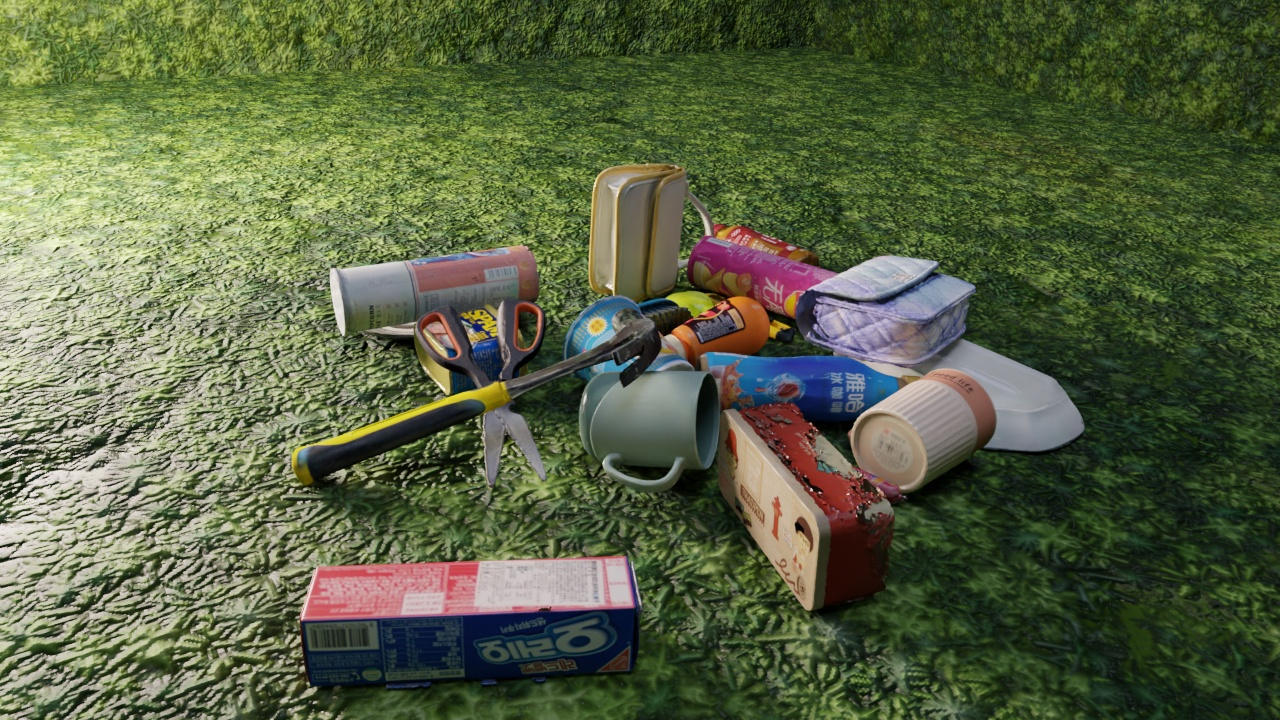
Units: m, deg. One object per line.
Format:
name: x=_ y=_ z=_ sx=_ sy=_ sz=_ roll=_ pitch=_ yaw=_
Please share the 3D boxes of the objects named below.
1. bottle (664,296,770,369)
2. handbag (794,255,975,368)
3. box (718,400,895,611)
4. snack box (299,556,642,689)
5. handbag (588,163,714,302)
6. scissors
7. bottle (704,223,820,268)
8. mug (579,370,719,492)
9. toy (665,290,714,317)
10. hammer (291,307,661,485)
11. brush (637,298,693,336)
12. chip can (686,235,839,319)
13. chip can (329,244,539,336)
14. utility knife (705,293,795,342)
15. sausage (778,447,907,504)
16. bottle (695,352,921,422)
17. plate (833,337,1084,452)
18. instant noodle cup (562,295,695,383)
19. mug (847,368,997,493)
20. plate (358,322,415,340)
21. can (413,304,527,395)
bottle: x=0.068 y=-0.020 z=0.983 sx=0.149 sy=0.067 sz=0.067 roll=-21 pitch=35 yaw=-27
handbag: x=0.263 y=-0.059 z=0.964 sx=0.134 sy=0.076 sz=0.193 roll=18 pitch=24 yaw=30
box: x=0.127 y=0.102 z=0.703 sx=0.076 sy=0.091 sz=0.168 roll=-10 pitch=29 yaw=-17
snack box: x=-0.105 y=0.167 z=0.590 sx=0.207 sy=0.057 sz=0.058 roll=-1 pitch=24 yaw=-7
handbag: x=0.027 y=-0.159 z=1.135 sx=0.178 sy=0.164 sz=0.063 roll=-15 pitch=33 yaw=-32
scissors: x=-0.145 y=0.022 z=0.848 sx=0.198 sy=0.022 sz=0.226 roll=16 pitch=48 yaw=7
bottle: x=0.158 y=-0.142 z=1.231 sx=0.057 sy=0.057 sz=0.175 roll=-18 pitch=33 yaw=-36
mug: x=0.005 y=0.061 z=0.784 sx=0.106 sy=0.082 sz=0.111 roll=1 pitch=53 yaw=18
toy: x=0.065 y=-0.056 z=1.080 sx=0.100 sy=0.031 sz=0.096 roll=15 pitch=31 yaw=22
hammer: x=-0.134 y=0.033 z=0.775 sx=0.323 sy=0.032 sz=0.126 roll=-21 pitch=18 yaw=-7
brush: x=-0.013 y=-0.035 z=1.002 sx=0.143 sy=0.055 sz=0.073 roll=-20 pitch=35 yaw=-37
chip can: x=0.160 y=-0.095 z=1.125 sx=0.211 sy=0.071 sz=0.071 roll=22 pitch=32 yaw=34
chip can: x=-0.221 y=-0.079 z=1.000 sx=0.214 sy=0.071 sz=0.071 roll=-11 pitch=30 yaw=-25
utility knife: x=0.122 y=-0.057 z=1.104 sx=0.033 sy=0.015 sz=0.168 roll=-16 pitch=32 yaw=-38
sausage: x=0.162 y=0.092 z=0.807 sx=0.156 sy=0.020 sz=0.020 roll=21 pitch=32 yaw=32
bottle: x=0.163 y=0.027 z=0.887 sx=0.218 sy=0.065 sz=0.065 roll=2 pitch=27 yaw=-4
plate: x=0.327 y=0.016 z=0.958 sx=0.161 sy=0.034 sz=0.266 roll=-16 pitch=32 yaw=-33
instant noodle cup: x=-0.005 y=0.005 z=0.892 sx=0.099 sy=0.099 sz=0.110 roll=-18 pitch=41 yaw=-35
mug: x=0.238 y=0.063 z=0.818 sx=0.105 sy=0.081 sz=0.115 roll=-22 pitch=9 yaw=-38
plate: x=-0.257 y=-0.056 z=1.059 sx=0.179 sy=0.024 sz=0.179 roll=1 pitch=27 yaw=-1
can: x=-0.175 y=-0.011 z=0.940 sx=0.083 sy=0.057 sz=0.102 roll=-16 pitch=32 yaw=-29
